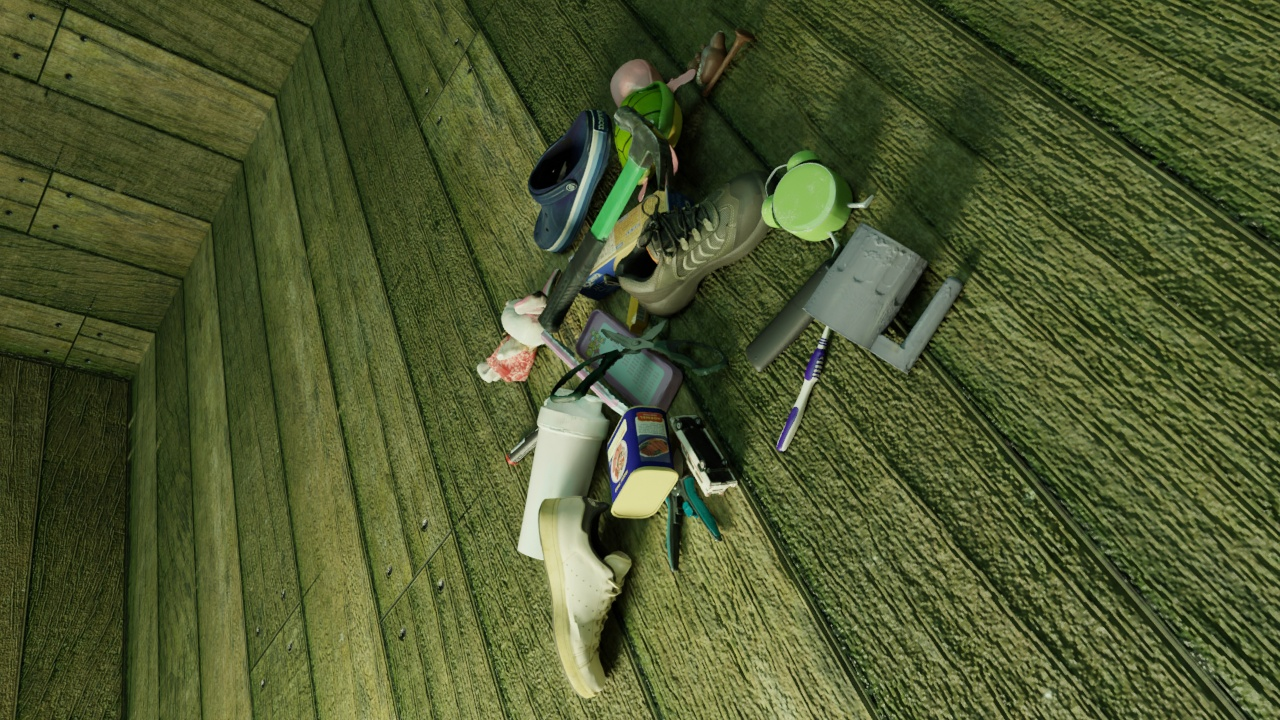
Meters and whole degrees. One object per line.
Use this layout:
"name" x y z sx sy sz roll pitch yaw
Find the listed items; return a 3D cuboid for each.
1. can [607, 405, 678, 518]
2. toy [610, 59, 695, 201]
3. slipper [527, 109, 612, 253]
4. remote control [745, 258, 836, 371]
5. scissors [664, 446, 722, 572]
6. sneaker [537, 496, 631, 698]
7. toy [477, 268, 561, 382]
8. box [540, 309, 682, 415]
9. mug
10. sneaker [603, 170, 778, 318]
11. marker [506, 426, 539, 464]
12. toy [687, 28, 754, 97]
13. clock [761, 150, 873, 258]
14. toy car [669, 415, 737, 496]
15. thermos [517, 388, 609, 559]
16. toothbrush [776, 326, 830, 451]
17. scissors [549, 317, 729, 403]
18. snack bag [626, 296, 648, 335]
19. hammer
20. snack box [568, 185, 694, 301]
"can" -0.001 0.121 1.102 0.117 0.056 0.092 117 153 -49
"toy" 0.009 -0.323 1.257 0.191 0.087 0.237 130 142 -49
"slipper" -0.116 -0.267 1.340 0.254 0.095 0.105 123 143 -47
"remote control" 0.171 -0.050 1.023 0.152 0.020 0.041 -50 43 26
"scissors" 0.049 0.179 1.078 0.156 0.019 0.124 32 100 52
"sneaker" -0.056 0.281 1.120 0.102 0.089 0.241 -12 81 6
"toy" -0.177 -0.044 1.370 0.195 0.084 0.158 -56 1 26
"box" -0.049 0.000 1.200 0.214 0.092 0.089 40 107 48
"mug" 0.241 -0.063 0.911 0.124 0.083 0.104 36 103 25
"sneaker" 0.045 -0.160 1.112 0.239 0.142 0.101 -43 47 27
"marker" -0.147 0.107 1.329 0.145 0.021 0.023 -41 56 32
"toy" 0.101 -0.405 1.224 0.055 0.041 0.102 53 127 20
"clock" 0.187 -0.180 1.022 0.119 0.042 0.094 40 107 37
"toy car" 0.070 0.110 1.068 0.113 0.039 0.039 58 141 44
"thermos" -0.107 0.149 1.212 0.099 0.099 0.220 13 89 50
"toothbrush" 0.186 0.012 0.986 0.016 0.015 0.187 24 95 46
"scissors" -0.007 0.007 1.122 0.201 0.015 0.202 -38 39 -28
"snack bag" 0.000 -0.083 1.228 0.020 0.026 0.099 0 77 49
"hammer" -0.056 -0.167 1.221 0.130 0.032 0.320 50 122 30
"snack box" -0.014 -0.155 1.250 0.207 0.057 0.056 -31 50 39
